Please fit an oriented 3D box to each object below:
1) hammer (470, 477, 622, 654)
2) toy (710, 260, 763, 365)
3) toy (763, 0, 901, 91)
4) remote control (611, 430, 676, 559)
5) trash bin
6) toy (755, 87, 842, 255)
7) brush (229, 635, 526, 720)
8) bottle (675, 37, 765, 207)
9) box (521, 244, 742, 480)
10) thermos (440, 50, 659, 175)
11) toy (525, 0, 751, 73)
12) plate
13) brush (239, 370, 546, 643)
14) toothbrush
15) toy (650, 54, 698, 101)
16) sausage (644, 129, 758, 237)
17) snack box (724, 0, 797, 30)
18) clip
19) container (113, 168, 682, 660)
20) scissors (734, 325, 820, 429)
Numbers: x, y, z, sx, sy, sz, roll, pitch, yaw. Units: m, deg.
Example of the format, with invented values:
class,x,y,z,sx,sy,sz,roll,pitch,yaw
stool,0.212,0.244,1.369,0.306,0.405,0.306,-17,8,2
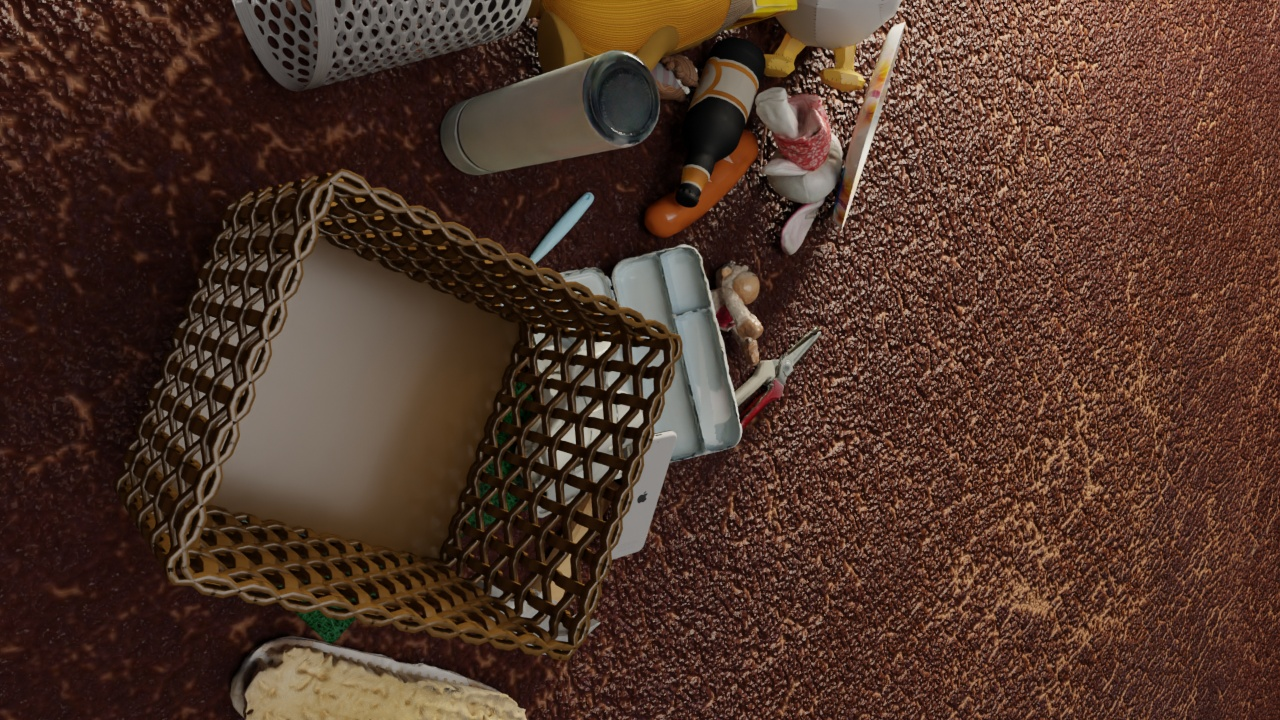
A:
class,x,y,z,sx,sy,sz,roll,pitch,yaw
hammer,-0.040,0.131,0.906,0.131,0.039,0.327,40,72,-33
toy,0.100,-0.056,0.973,0.085,0.074,0.105,54,38,-61
toy,0.206,-0.418,0.939,0.246,0.141,0.268,-31,136,-69
remote control,-0.001,0.129,0.867,0.045,0.008,0.147,-9,128,-36
trash bin,-0.190,-0.297,0.677,0.182,0.157,0.156,-26,110,-34
toy,0.172,-0.215,0.979,0.159,0.084,0.194,-67,151,-12
brush,-0.214,0.301,0.787,0.271,0.057,0.083,31,77,-35
bottle,0.073,-0.233,0.914,0.059,0.059,0.181,33,67,-34
box,-0.007,0.005,0.881,0.192,0.061,0.210,-16,92,-8
thermos,-0.079,-0.188,0.720,0.067,0.230,0.068,-4,96,-36
toy,0.003,-0.329,0.815,0.203,0.163,0.198,-17,83,-22
plate,0.246,-0.254,1.005,0.187,0.016,0.186,83,27,-65
brush,-0.208,0.081,0.754,0.249,0.075,0.195,-30,112,-30
toothbrush,-0.093,-0.102,0.853,0.022,0.016,0.154,36,71,6
toy,0.014,-0.271,0.891,0.101,0.055,0.041,-13,64,-40
sausage,0.066,-0.180,0.944,0.164,0.039,0.044,-45,111,-23
snack box,0.093,-0.374,0.900,0.061,0.106,0.083,-18,105,-34
clip,-0.052,0.051,0.790,0.124,0.074,0.144,-25,119,-48
container,-0.160,0.035,0.601,0.251,0.214,0.219,24,81,-35
scissors,0.146,0.029,1.042,0.187,0.015,0.146,-5,97,-35
